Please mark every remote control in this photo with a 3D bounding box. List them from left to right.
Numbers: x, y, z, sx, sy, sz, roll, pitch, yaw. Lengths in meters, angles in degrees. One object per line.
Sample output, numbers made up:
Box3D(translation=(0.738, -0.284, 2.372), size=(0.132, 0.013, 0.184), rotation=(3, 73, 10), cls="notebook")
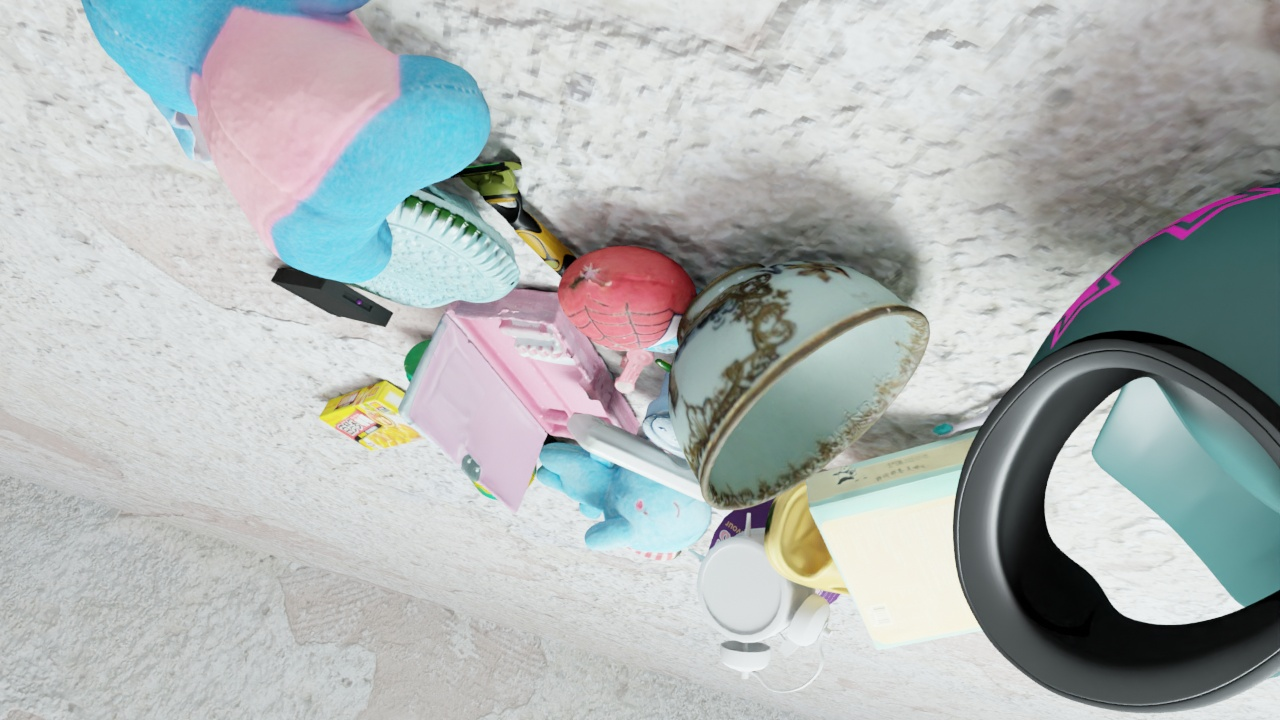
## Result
Box3D(translation=(-0.238, -0.049, 0.701), size=(0.058, 0.013, 0.134), rotation=(34, 167, -35), cls="remote control")
Box3D(translation=(0.003, 0.076, 0.740), size=(0.133, 0.022, 0.050), rotation=(27, -174, -30), cls="remote control")

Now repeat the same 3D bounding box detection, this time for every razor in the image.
Box3D(translation=(-0.061, -0.077, 0.572), size=(0.044, 0.021, 0.144), rotation=(1, 154, 31), cls="razor")

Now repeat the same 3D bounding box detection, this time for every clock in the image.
Box3D(translation=(0.067, 0.049, 0.714), size=(0.118, 0.060, 0.162), rotation=(10, 156, 15), cls="clock")
Box3D(translation=(0.117, 0.232, 0.866), size=(0.120, 0.159, 0.061), rotation=(-37, 157, 26), cls="clock")

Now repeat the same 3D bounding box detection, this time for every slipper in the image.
Box3D(translation=(-0.138, -0.079, 0.561), size=(0.116, 0.069, 0.277), rotation=(25, 170, -20), cls="slipper")
Box3D(translation=(0.230, 0.174, 0.842), size=(0.263, 0.099, 0.079), rotation=(25, 153, -28), cls="slipper")

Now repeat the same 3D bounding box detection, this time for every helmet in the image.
Box3D(translation=(0.267, 0.042, 0.410), size=(0.176, 0.199, 0.275), rotation=(53, 155, 29), cls="helmet")

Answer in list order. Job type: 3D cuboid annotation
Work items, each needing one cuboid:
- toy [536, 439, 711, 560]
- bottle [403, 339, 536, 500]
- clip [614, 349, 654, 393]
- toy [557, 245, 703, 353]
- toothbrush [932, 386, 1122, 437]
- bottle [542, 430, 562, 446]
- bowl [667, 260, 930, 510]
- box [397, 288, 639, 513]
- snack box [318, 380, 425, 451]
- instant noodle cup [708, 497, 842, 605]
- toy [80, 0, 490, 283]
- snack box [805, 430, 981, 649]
Box3D(translation=(-0.018, 0.135, 0.890), size=(0.180, 0.114, 0.184), rotation=(15, 137, 2), cls="toy")
Box3D(translation=(-0.159, 0.056, 0.857), size=(0.068, 0.068, 0.210), rotation=(7, 148, 19), cls="bottle")
Box3D(translation=(-0.003, -0.002, 0.702), size=(0.023, 0.045, 0.060), rotation=(17, 124, -9), cls="clip")
Box3D(translation=(0.004, -0.032, 0.581), size=(0.092, 0.062, 0.132), rotation=(1, 164, 41), cls="toy")
Box3D(translation=(0.257, 0.026, 0.598), size=(0.019, 0.018, 0.188), rotation=(24, 155, -14), cls="toothbrush")
Box3D(translation=(-0.087, 0.102, 0.957), size=(0.033, 0.033, 0.123), rotation=(10, 155, 13), cls="bottle")
Box3D(translation=(0.076, 0.000, 0.535), size=(0.094, 0.160, 0.160), rotation=(51, 173, 29), cls="bowl")
Box3D(translation=(-0.086, 0.047, 0.737), size=(0.107, 0.115, 0.233), rotation=(7, 155, 18), cls="box")
Box3D(translation=(-0.282, 0.062, 0.989), size=(0.075, 0.025, 0.153), rotation=(39, 148, -28), cls="snack box")
Box3D(translation=(0.158, 0.209, 0.959), size=(0.122, 0.137, 0.121), rotation=(29, -175, 41), cls="instant noodle cup")
Box3D(translation=(-0.159, -0.122, 0.382), size=(0.191, 0.098, 0.225), rotation=(52, 139, 2), cls="toy")
Box3D(translation=(0.229, 0.150, 0.727), size=(0.142, 0.044, 0.194), rotation=(-18, 124, 17), cls="snack box")
